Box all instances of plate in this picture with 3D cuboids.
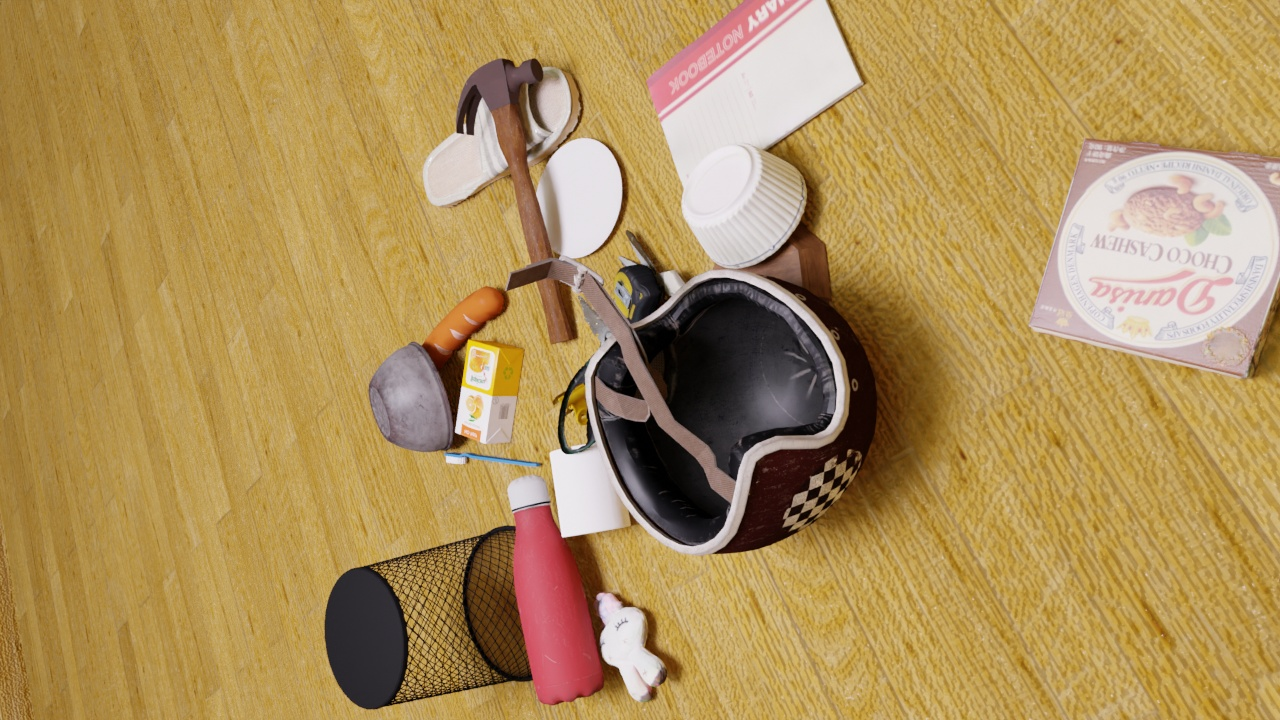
[{"bbox_3d":[-0.068,-0.183,1.039,0.135,0.011,0.134,-1,88,40],"label":"plate"},{"bbox_3d":[0.117,-0.075,0.870,0.132,0.025,0.131,-1,88,40],"label":"plate"}]

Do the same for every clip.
[{"bbox_3d":[-0.068,0.050,1.018,0.037,0.052,0.046,29,137,34],"label":"clip"}]

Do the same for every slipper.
[{"bbox_3d":[-0.182,-0.267,1.115,0.273,0.054,0.114,-20,71,38],"label":"slipper"}]

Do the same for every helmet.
[{"bbox_3d":[0.064,0.037,0.761,0.233,0.252,0.234,35,135,40],"label":"helmet"}]

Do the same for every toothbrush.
[{"bbox_3d":[-0.184,0.125,1.126,0.167,0.016,0.014,2,90,40],"label":"toothbrush"}]

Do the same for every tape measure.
[{"bbox_3d":[-0.006,-0.068,0.948,0.061,0.034,0.062,59,148,34],"label":"tape measure"}]

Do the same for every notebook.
[{"bbox_3d":[0.102,-0.272,0.897,0.209,0.012,0.153,-30,70,35],"label":"notebook"}]

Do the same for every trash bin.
[{"bbox_3d":[-0.221,0.290,1.026,0.184,0.209,0.184,-1,88,40],"label":"trash bin"}]

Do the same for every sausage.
[{"bbox_3d":[-0.229,-0.041,1.153,0.165,0.039,0.044,-39,71,33],"label":"sausage"}]

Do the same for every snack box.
[{"bbox_3d":[0.370,-0.074,0.646,0.143,0.041,0.147,20,101,38],"label":"snack box"}]

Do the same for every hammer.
[{"bbox_3d":[-0.129,-0.177,1.040,0.115,0.033,0.323,-13,92,28],"label":"hammer"}]

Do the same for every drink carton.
[{"bbox_3d":[-0.184,0.041,1.112,0.059,0.040,0.122,14,98,40],"label":"drink carton"}]

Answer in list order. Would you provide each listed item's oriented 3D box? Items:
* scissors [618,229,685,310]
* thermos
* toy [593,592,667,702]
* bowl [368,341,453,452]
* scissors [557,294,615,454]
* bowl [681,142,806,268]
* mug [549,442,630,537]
[{"bbox_3d":[0.035,-0.056,0.934,0.180,0.015,0.187,-5,98,59],"label":"scissors"},{"bbox_3d":[-0.099,0.242,0.989,0.073,0.073,0.239,-22,76,38],"label":"thermos"},{"bbox_3d":[-0.016,0.298,0.965,0.122,0.038,0.079,55,133,33],"label":"toy"},{"bbox_3d":[-0.296,0.055,1.153,0.145,0.067,0.145,37,136,46],"label":"bowl"},{"bbox_3d":[-0.006,0.003,0.957,0.180,0.015,0.206,2,69,20],"label":"scissors"},{"bbox_3d":[0.088,-0.150,0.848,0.116,0.062,0.115,-23,52,33],"label":"bowl"},{"bbox_3d":[-0.061,0.141,0.994,0.111,0.073,0.090,151,112,-63],"label":"mug"}]
